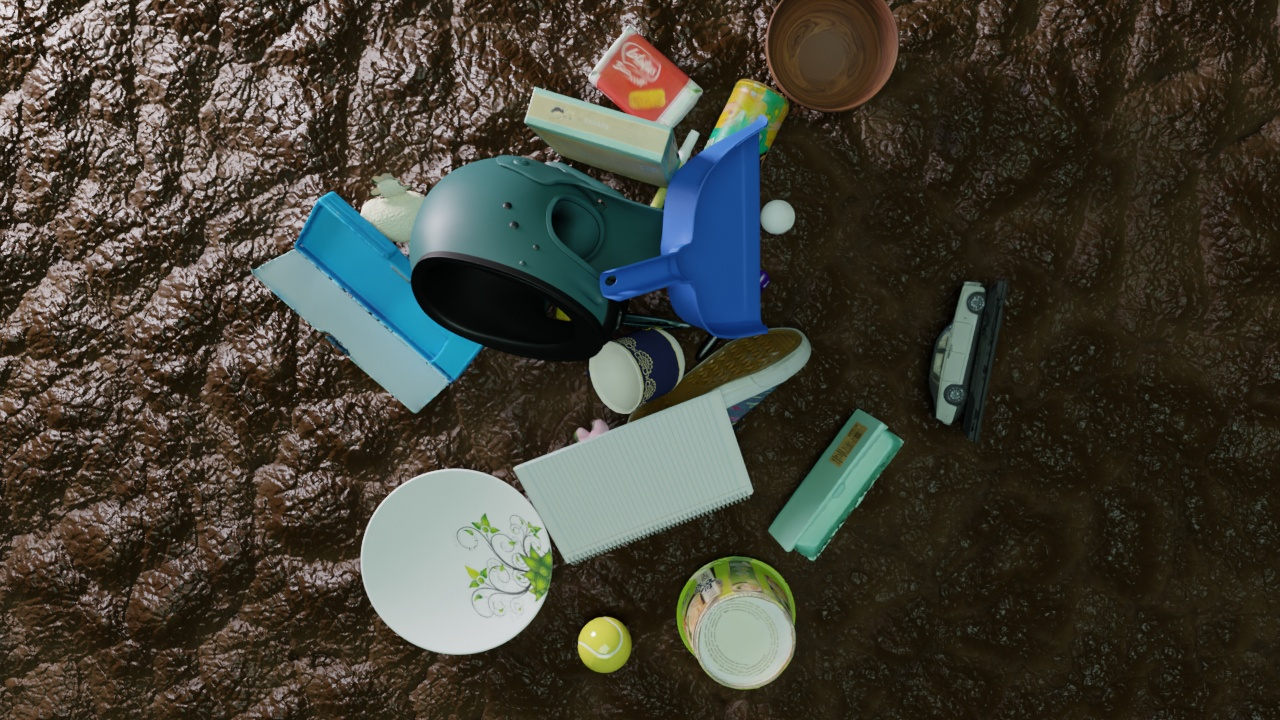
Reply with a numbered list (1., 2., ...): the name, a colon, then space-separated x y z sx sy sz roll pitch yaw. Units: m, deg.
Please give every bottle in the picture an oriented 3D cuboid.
1. bottle: 0.096 -0.213 1.054 0.068 0.068 0.210 26 95 -3

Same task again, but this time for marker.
1. marker: 0.110 -0.052 1.097 0.018 0.015 0.134 38 94 -7
2. marker: 0.033 -0.210 1.080 0.014 0.014 0.132 28 95 -4

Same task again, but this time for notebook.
1. notebook: -0.001 0.143 1.073 0.245 0.013 0.178 -21 128 1

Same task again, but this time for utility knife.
1. utility knife: -0.019 -0.047 1.056 0.173 0.028 0.020 7 90 25

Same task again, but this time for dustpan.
1. dustpan: 0.054 -0.113 0.962 0.257 0.059 0.246 -20 118 -34

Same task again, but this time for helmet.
1. helmet: -0.106 -0.121 1.000 0.275 0.177 0.199 17 54 5

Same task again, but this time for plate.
1. plate: -0.221 0.241 1.116 0.229 0.030 0.229 0 96 -1

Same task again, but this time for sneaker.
1. sneaker: 0.100 0.045 1.087 0.235 0.087 0.079 -31 122 4

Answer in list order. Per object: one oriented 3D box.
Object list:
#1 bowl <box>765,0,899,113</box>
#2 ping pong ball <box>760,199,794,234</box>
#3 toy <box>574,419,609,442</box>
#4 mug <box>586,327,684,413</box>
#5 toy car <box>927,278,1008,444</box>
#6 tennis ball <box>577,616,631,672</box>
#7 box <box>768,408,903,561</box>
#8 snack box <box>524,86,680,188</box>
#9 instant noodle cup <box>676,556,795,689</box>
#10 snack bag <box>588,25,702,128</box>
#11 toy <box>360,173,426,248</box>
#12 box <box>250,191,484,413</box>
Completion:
1. bowl: 0.210 -0.351 1.041 0.147 0.069 0.147 0 95 -2
2. ping pong ball: 0.160 -0.168 1.074 0.040 0.040 0.040 0 96 -1
3. toy: -0.057 0.123 1.099 0.095 0.041 0.109 26 100 -17
4. mug: -0.006 0.006 1.071 0.089 0.112 0.086 -23 105 -39
5. toy car: 0.382 -0.005 1.081 0.071 0.094 0.192 12 96 19
6. tennis ball: -0.043 0.344 1.112 0.065 0.065 0.065 0 96 -1
7. box: 0.236 0.153 1.083 0.077 0.093 0.188 37 94 -3
8. snack box: -0.033 -0.232 0.980 0.141 0.193 0.044 18 95 4
9. instant noodle cup: 0.118 0.316 1.095 0.146 0.098 0.146 0 96 -1
10. snack bag: 0.005 -0.317 1.058 0.116 0.036 0.077 40 94 -5
11. toy: -0.280 -0.168 1.060 0.087 0.050 0.112 -5 118 0
12. box: -0.302 -0.061 1.032 0.243 0.115 0.094 42 128 -5
